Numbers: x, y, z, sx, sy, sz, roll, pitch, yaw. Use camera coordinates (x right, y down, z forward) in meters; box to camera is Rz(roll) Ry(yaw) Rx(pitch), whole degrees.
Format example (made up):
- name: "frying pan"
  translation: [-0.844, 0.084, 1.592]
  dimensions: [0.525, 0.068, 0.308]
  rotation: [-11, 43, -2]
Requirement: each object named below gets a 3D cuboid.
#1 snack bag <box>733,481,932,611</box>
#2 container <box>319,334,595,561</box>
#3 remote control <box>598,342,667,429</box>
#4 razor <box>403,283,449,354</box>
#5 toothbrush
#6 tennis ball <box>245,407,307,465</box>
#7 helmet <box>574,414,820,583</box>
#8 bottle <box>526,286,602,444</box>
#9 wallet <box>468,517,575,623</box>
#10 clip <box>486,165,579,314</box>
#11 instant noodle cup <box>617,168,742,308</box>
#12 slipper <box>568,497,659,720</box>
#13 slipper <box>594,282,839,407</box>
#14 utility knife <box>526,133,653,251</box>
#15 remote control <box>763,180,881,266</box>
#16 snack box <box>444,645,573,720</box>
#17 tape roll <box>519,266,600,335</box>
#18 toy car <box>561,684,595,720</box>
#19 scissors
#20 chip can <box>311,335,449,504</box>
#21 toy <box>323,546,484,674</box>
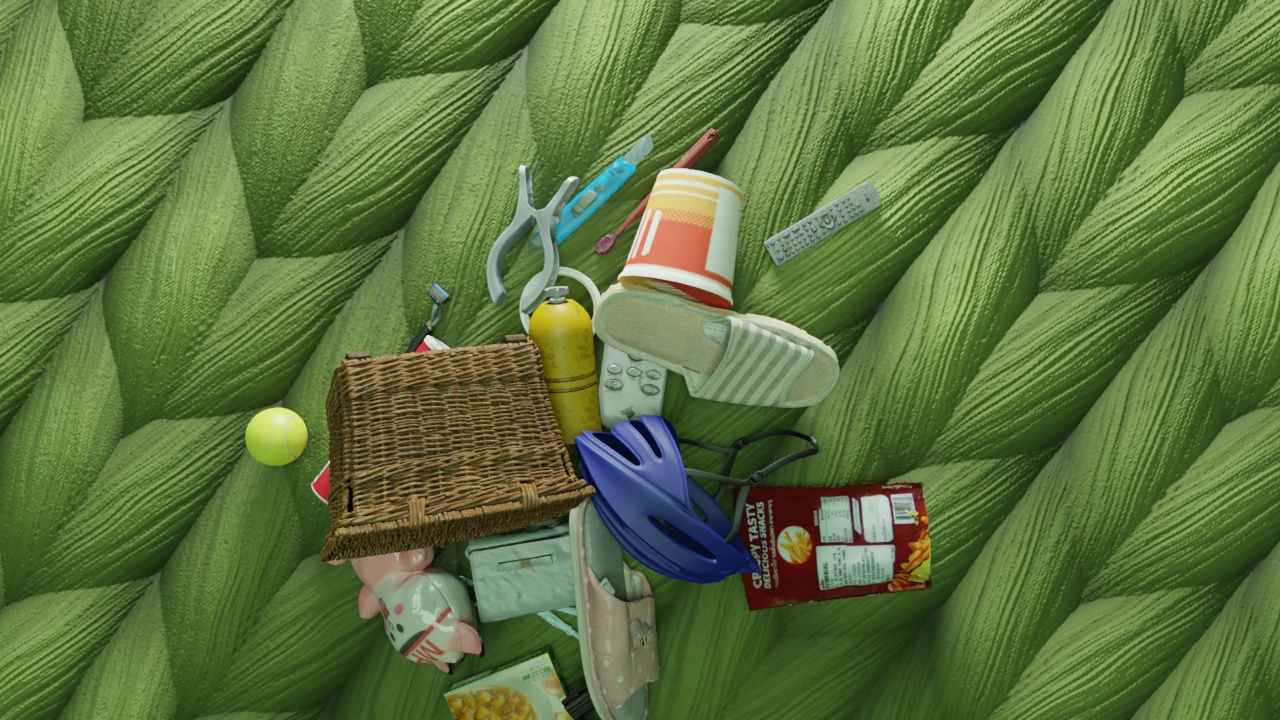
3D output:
- name: "snack bag"
  translation: [0.211, 0.201, 1.012]
  dimensions: [0.208, 0.066, 0.139]
  rotation: [-6, 87, 5]
- name: "container"
  translation: [-0.199, 0.086, 0.930]
  dimensions: [0.249, 0.163, 0.183]
  rotation: [-6, 74, -26]
- name: "remote control"
  translation: [-0.006, 0.006, 1.035]
  dimensions: [0.074, 0.019, 0.151]
  rotation: [8, 92, 2]
- name: "razor"
  translation: [-0.258, -0.018, 1.047]
  dimensions: [0.022, 0.043, 0.144]
  rotation: [25, 100, -41]
- name: "toothbrush"
  translation: [0.018, -0.188, 1.028]
  dimensions: [0.016, 0.016, 0.190]
  rotation: [45, 93, 1]
- name: "tennis ball"
  translation: [-0.410, 0.086, 1.033]
  dimensions: [0.065, 0.065, 0.065]
  rotation: [0, 92, 2]
- name: "helmet"
  translation: [0.065, 0.121, 0.969]
  dimensions: [0.228, 0.147, 0.241]
  rotation: [-42, 98, 7]
- name: "bottle"
  translation: [-0.084, 0.003, 0.996]
  dimensions: [0.071, 0.071, 0.164]
  rotation: [-4, 104, 3]
- name: "wallet"
  translation: [-0.124, 0.234, 1.027]
  dimensions: [0.131, 0.054, 0.100]
  rotation: [-12, 85, 0]
- name: "clip"
  translation: [-0.140, -0.138, 1.024]
  dimensions: [0.115, 0.028, 0.163]
  rotation: [16, 87, 13]
- name: "instant noodle cup"
  translation: [0.051, -0.131, 0.983]
  dimensions: [0.123, 0.123, 0.121]
  rotation: [13, 85, 2]
- name: "slipper"
  translation: [-0.023, 0.273, 1.004]
  dimensions: [0.055, 0.114, 0.274]
  rotation: [-11, 89, 27]
- name: "slipper"
  translation: [0.080, -0.010, 0.985]
  dimensions: [0.272, 0.053, 0.115]
  rotation: [17, 131, -4]
- name: "utility knife"
  translation: [-0.053, -0.187, 1.034]
  dimensions: [0.185, 0.015, 0.031]
  rotation: [-43, 93, 2]
- name: "remote control"
  translation: [0.203, -0.153, 1.022]
  dimensions: [0.136, 0.013, 0.033]
  rotation: [-31, 91, 3]
- name: "snack box"
  translation: [-0.133, 0.430, 1.052]
  dimensions: [0.132, 0.027, 0.168]
  rotation: [-23, 91, 4]
- name: "tape roll"
  translation: [-0.090, -0.058, 1.038]
  dimensions: [0.094, 0.018, 0.094]
  rotation: [0, 91, 3]
- name: "toy car"
  translation: [-0.049, 0.400, 1.029]
  dimensions: [0.040, 0.037, 0.092]
  rotation: [-36, 123, 2]
- name: "scissors"
  translation: [-0.130, 0.264, 1.053]
  dimensions: [0.175, 0.032, 0.093]
  rotation: [19, 91, -3]
- name: "chip can"
  translation: [-0.285, 0.071, 1.034]
  dimensions: [0.052, 0.052, 0.215]
  rotation: [39, 93, 1]
- name: "toy"
  translation: [-0.255, 0.252, 1.018]
  dimensions: [0.213, 0.084, 0.142]
  rotation: [52, 126, 5]
